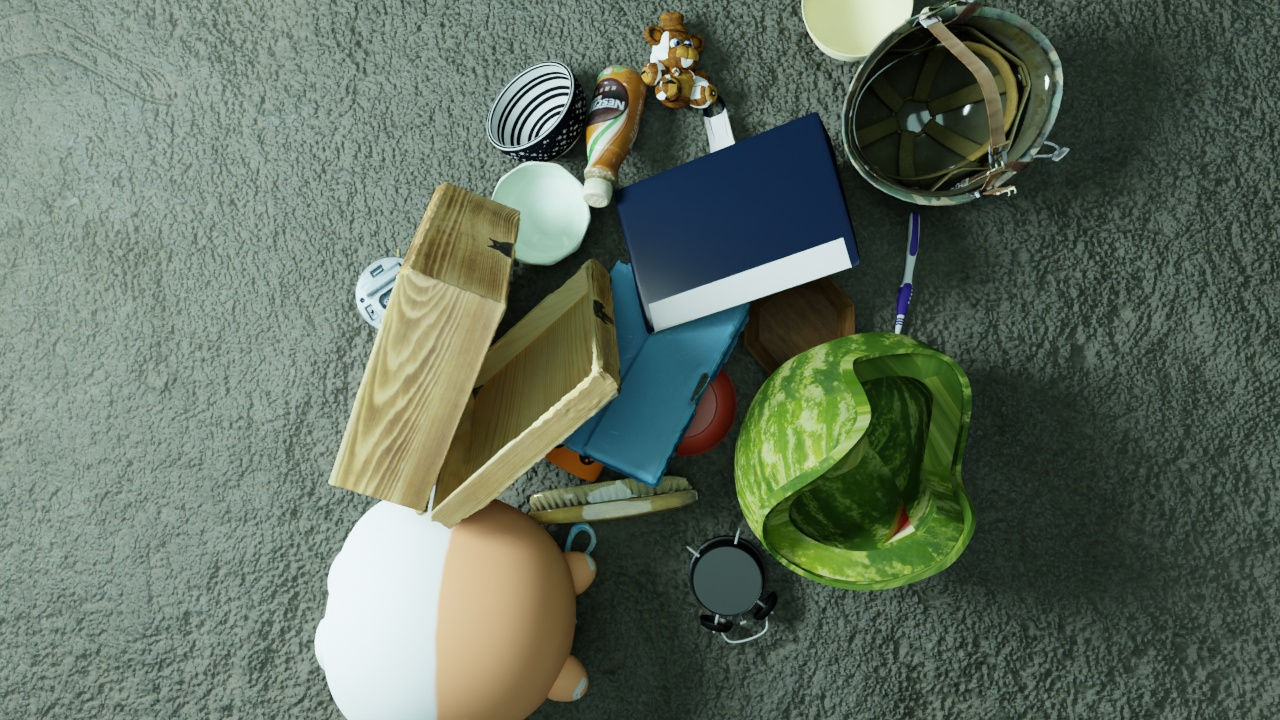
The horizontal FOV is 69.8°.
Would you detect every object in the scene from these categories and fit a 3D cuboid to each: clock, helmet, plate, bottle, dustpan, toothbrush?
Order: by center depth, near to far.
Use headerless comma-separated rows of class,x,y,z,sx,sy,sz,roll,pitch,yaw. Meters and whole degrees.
helmet,0.315,-0.259,0.929,0.225,0.235,0.193,-19,101,15
helmet,0.210,0.092,0.931,0.213,0.246,0.244,42,136,-16
dustpan,0.098,-0.184,1.007,0.237,0.080,0.273,-18,75,20
clock,0.103,0.256,1.032,0.091,0.042,0.120,-19,86,5
bottle,-0.035,-0.251,1.034,0.059,0.059,0.166,8,69,6
toothbrush,0.300,-0.076,1.037,0.016,0.015,0.186,9,88,2
plate,0.180,-0.040,1.043,0.131,0.025,0.131,0,88,6
clock,-0.278,-0.064,1.081,0.090,0.052,0.129,-33,84,4

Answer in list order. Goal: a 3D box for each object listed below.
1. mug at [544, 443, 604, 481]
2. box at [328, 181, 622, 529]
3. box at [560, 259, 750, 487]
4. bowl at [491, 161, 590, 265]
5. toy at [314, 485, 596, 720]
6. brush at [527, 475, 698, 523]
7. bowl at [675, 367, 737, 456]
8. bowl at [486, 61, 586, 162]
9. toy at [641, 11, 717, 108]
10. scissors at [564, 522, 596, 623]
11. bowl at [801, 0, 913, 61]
mug,-0.077,0.068,1.040,0.112,0.077,0.096,29,91,4
box,-0.162,0.007,0.934,0.220,0.278,0.259,21,113,-16
box,-0.006,0.006,0.993,0.175,0.033,0.231,21,69,19
bowl,-0.111,-0.167,1.059,0.117,0.061,0.117,1,95,7
toy,-0.191,0.268,0.962,0.280,0.266,0.262,4,60,-2
brush,-0.032,0.159,1.043,0.195,0.059,0.043,-8,79,4
bowl,0.049,0.050,1.049,0.122,0.035,0.122,0,88,6
bowl,-0.109,-0.275,1.057,0.120,0.066,0.120,-15,59,26
toy,0.042,-0.341,1.049,0.087,0.067,0.112,0,86,-28
scissors,-0.112,0.244,1.073,0.127,0.012,0.137,20,92,6
bowl,0.237,-0.384,1.025,0.118,0.074,0.118,0,88,6
